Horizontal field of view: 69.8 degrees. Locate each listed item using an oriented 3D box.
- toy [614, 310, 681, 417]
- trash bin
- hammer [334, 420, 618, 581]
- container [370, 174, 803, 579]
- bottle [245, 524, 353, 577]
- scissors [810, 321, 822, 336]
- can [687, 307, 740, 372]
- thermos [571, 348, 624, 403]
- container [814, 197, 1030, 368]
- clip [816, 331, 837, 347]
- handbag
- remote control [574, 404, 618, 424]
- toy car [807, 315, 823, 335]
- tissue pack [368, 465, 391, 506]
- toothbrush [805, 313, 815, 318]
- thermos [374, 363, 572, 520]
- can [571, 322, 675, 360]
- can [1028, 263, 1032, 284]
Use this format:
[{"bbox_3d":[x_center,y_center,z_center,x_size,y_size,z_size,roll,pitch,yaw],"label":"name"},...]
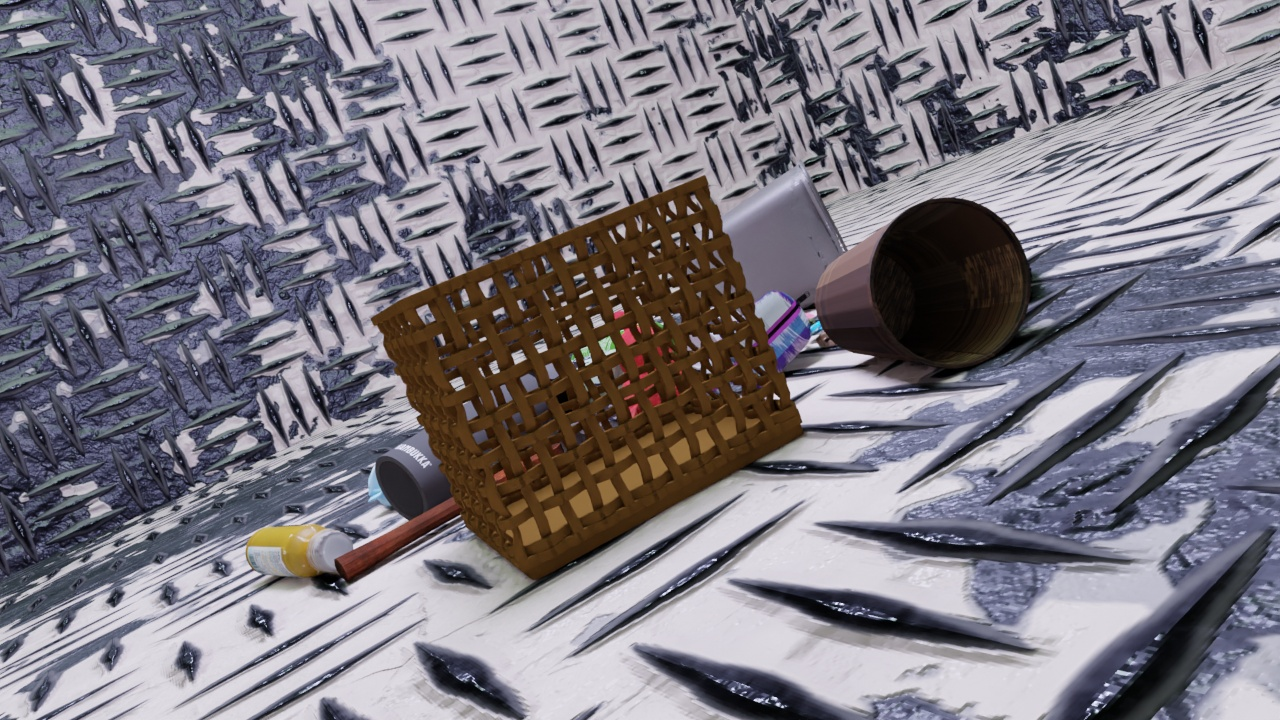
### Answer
[{"bbox_3d":[-0.006,0.006,1.011,0.094,0.133,0.088,-35,-11,2],"label":"toy"},{"bbox_3d":[0.179,-0.149,1.328,0.220,0.197,0.197,-27,6,15],"label":"trash bin"},{"bbox_3d":[-0.165,0.135,0.924,0.299,0.028,0.111,-28,10,-31],"label":"hammer"},{"bbox_3d":[-0.051,0.009,0.760,0.251,0.214,0.220,-26,8,-20],"label":"container"},{"bbox_3d":[-0.351,0.196,0.945,0.053,0.053,0.187,-30,10,-40],"label":"bottle"},{"bbox_3d":[0.186,-0.031,1.003,0.135,0.015,0.066,-37,2,43],"label":"scissors"},{"bbox_3d":[0.094,-0.030,1.164,0.064,0.064,0.127,-19,9,24],"label":"can"},{"bbox_3d":[-0.074,0.036,1.166,0.082,0.082,0.232,-29,10,-40],"label":"thermos"},{"bbox_3d":[0.226,-0.058,0.787,0.132,0.132,0.167,-24,2,-9],"label":"container"},{"bbox_3d":[0.214,-0.028,0.976,0.060,0.024,0.039,-30,1,24],"label":"clip"},{"bbox_3d":[0.114,-0.015,1.013,0.144,0.068,0.170,-45,3,-11],"label":"handbag"},{"bbox_3d":[-0.043,0.065,1.043,0.136,0.032,0.015,-22,-11,-6],"label":"remote control"},{"bbox_3d":[0.228,-0.048,1.026,0.047,0.033,0.106,-32,8,-39],"label":"toy car"},{"bbox_3d":[-0.239,0.114,1.118,0.112,0.070,0.181,-15,12,42],"label":"tissue pack"},{"bbox_3d":[0.211,-0.053,1.164,0.021,0.016,0.135,-24,8,-13],"label":"toothbrush"},{"bbox_3d":[-0.178,0.084,1.040,0.082,0.082,0.239,-15,15,46],"label":"thermos"},{"bbox_3d":[-0.023,0.001,1.217,0.082,0.083,0.144,-29,10,-39],"label":"can"},{"bbox_3d":[0.347,-0.090,0.890,0.054,0.054,0.137,-19,8,23],"label":"can"}]
